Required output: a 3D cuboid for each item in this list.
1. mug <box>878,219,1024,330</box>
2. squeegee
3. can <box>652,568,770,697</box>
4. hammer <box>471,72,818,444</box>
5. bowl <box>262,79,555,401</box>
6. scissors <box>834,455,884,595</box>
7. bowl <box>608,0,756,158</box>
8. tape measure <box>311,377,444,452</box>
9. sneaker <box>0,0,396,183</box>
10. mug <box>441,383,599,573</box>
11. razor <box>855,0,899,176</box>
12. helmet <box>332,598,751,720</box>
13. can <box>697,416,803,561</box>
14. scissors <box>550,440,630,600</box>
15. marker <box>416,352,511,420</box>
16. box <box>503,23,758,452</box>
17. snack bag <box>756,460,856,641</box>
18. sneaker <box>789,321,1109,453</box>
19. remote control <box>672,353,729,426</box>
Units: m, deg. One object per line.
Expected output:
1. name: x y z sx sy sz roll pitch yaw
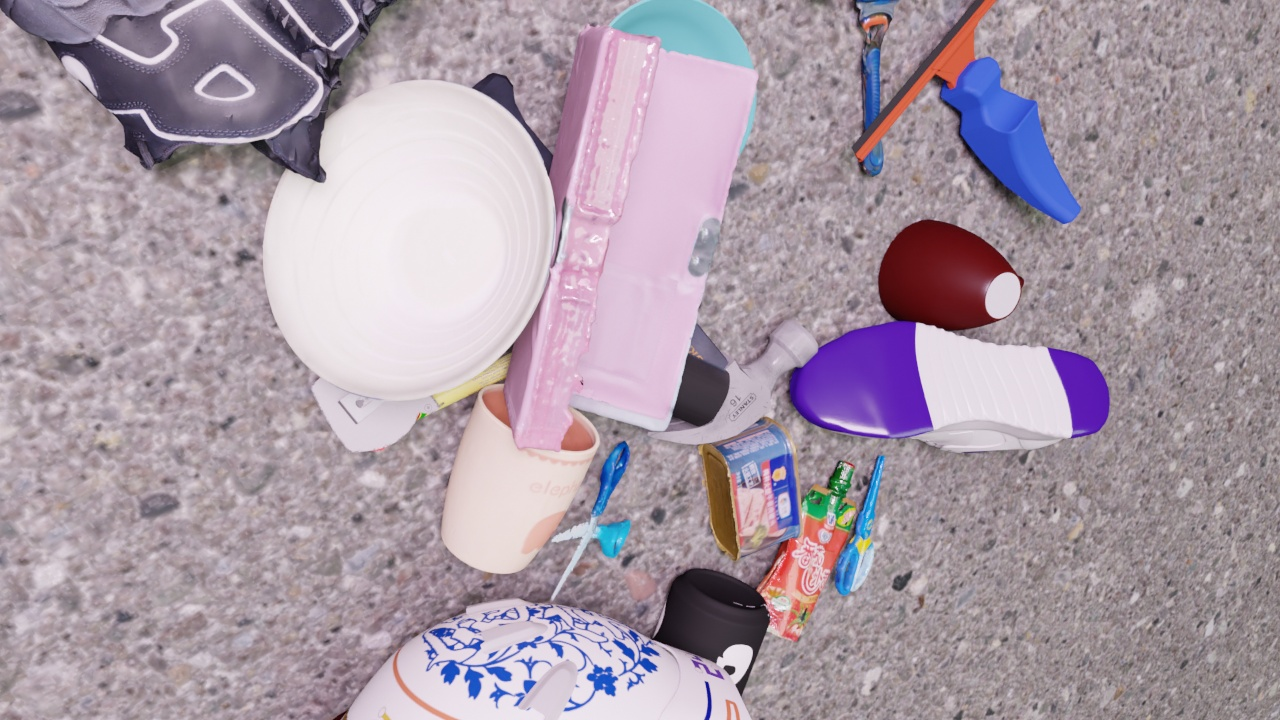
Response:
1. mug: 0.261 -0.061 0.722 0.113 0.088 0.087 -4 108 -26
2. squeegee: 0.283 -0.178 0.713 0.185 0.055 0.249 45 75 -16
3. can: 0.043 0.244 0.718 0.080 0.080 0.146 14 100 -30
4. hammer: -0.006 -0.062 0.619 0.139 0.035 0.312 -44 120 -4
5. bowl: -0.121 -0.063 0.519 0.176 0.177 0.057 -60 163 2
6. scissors: 0.194 0.142 0.794 0.061 0.023 0.126 4 105 -50
7. bowl: 0.010 -0.166 0.583 0.121 0.046 0.121 -9 110 -24
8. tape measure: -0.164 0.022 0.564 0.062 0.020 0.060 -38 102 -10
9. sneaker: -0.169 -0.170 0.469 0.252 0.097 0.151 -24 121 -17
10. mug: -0.075 0.080 0.610 0.111 0.085 0.104 -2 122 -57
11. razor: 0.169 -0.205 0.669 0.043 0.018 0.141 -12 115 -20
12. helmet: -0.083 0.272 0.576 0.314 0.231 0.236 4 94 -18
13. can: 0.084 0.099 0.708 0.059 0.054 0.100 -17 113 -19
14. scissors: -0.033 0.106 0.639 0.130 0.014 0.115 3 98 -66
15. marker: -0.101 0.010 0.605 0.132 0.014 0.014 -26 117 -17
16. box: -0.001 -0.063 0.530 0.112 0.099 0.233 9 106 -15
17. snack bag: 0.142 0.156 0.769 0.087 0.044 0.155 28 86 -44
18. sneaker: 0.237 0.030 0.747 0.244 0.111 0.091 4 76 -3
19. remote control: -0.004 0.004 0.615 0.140 0.021 0.045 24 101 -26
